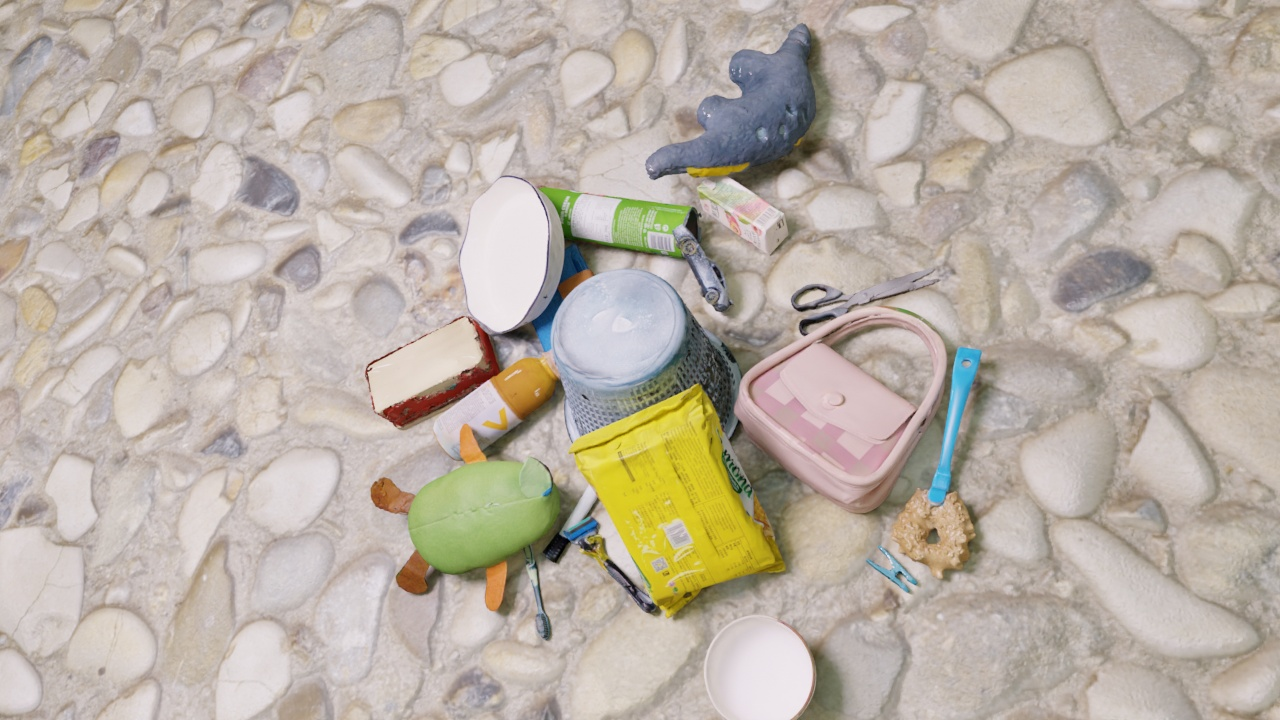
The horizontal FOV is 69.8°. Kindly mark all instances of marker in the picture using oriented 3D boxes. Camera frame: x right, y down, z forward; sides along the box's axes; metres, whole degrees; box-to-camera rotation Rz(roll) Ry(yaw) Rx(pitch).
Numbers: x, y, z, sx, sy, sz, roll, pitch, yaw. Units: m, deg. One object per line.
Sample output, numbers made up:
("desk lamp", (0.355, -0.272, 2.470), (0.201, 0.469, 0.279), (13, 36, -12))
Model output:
("marker", (-0.075, 0.184, 1.107), (0.022, 0.018, 0.130), (30, 79, 8))

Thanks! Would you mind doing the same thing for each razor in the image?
("razor", (-0.031, 0.241, 1.065), (0.042, 0.022, 0.143), (-28, 57, -32))

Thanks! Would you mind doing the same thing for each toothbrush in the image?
("toothbrush", (-0.134, 0.240, 1.102), (0.016, 0.018, 0.191), (-21, 62, 9))

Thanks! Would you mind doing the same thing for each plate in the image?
("plate", (-0.169, -0.139, 1.219), (0.205, 0.045, 0.205), (-4, 84, 46))

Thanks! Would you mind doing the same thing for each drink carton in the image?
("drink carton", (0.132, -0.194, 1.185), (0.045, 0.053, 0.122), (-45, 61, -9))

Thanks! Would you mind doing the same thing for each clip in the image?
("clip", (0.268, 0.223, 0.975), (0.056, 0.014, 0.041), (40, 84, 28))

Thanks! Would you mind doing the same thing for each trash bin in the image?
("trash bin", (-0.006, 0.006, 1.051), (0.227, 0.195, 0.226), (-6, 62, 12))

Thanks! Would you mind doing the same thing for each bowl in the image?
("bowl", (0.128, 0.326, 0.949), (0.114, 0.062, 0.113), (-8, 63, 16))

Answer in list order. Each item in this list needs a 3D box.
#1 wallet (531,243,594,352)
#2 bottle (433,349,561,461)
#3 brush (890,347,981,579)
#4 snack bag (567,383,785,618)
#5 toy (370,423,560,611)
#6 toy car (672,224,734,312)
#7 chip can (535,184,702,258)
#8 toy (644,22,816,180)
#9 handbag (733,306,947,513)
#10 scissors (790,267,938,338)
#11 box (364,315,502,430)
("wallet", (-0.103, -0.080, 1.225), (0.106, 0.040, 0.133), (-31, 61, 9))
("bottle", (-0.174, 0.052, 1.171), (0.189, 0.068, 0.068), (-36, 61, 1))
("brush", (0.329, 0.105, 0.983), (0.083, 0.046, 0.254), (10, 76, 26))
("snack bag", (0.040, 0.155, 0.973), (0.158, 0.246, 0.068), (-24, 21, 8))
("toy", (-0.202, 0.188, 1.101), (0.247, 0.090, 0.227), (-17, 81, 18))
("toy car", (0.078, -0.115, 1.138), (0.037, 0.054, 0.120), (-31, 105, 3))
("chip can", (-0.037, -0.185, 1.228), (0.236, 0.072, 0.072), (12, 71, 23))
("toy", (0.155, -0.330, 1.204), (0.138, 0.091, 0.355), (33, 64, 16))
("handbag", (0.243, 0.035, 1.036), (0.234, 0.093, 0.193), (-44, 61, -12))
("scissors", (0.270, -0.069, 1.108), (0.172, 0.014, 0.145), (18, 73, 22))
("box", (-0.278, 0.015, 1.217), (0.168, 0.079, 0.091), (-26, 61, 7))
